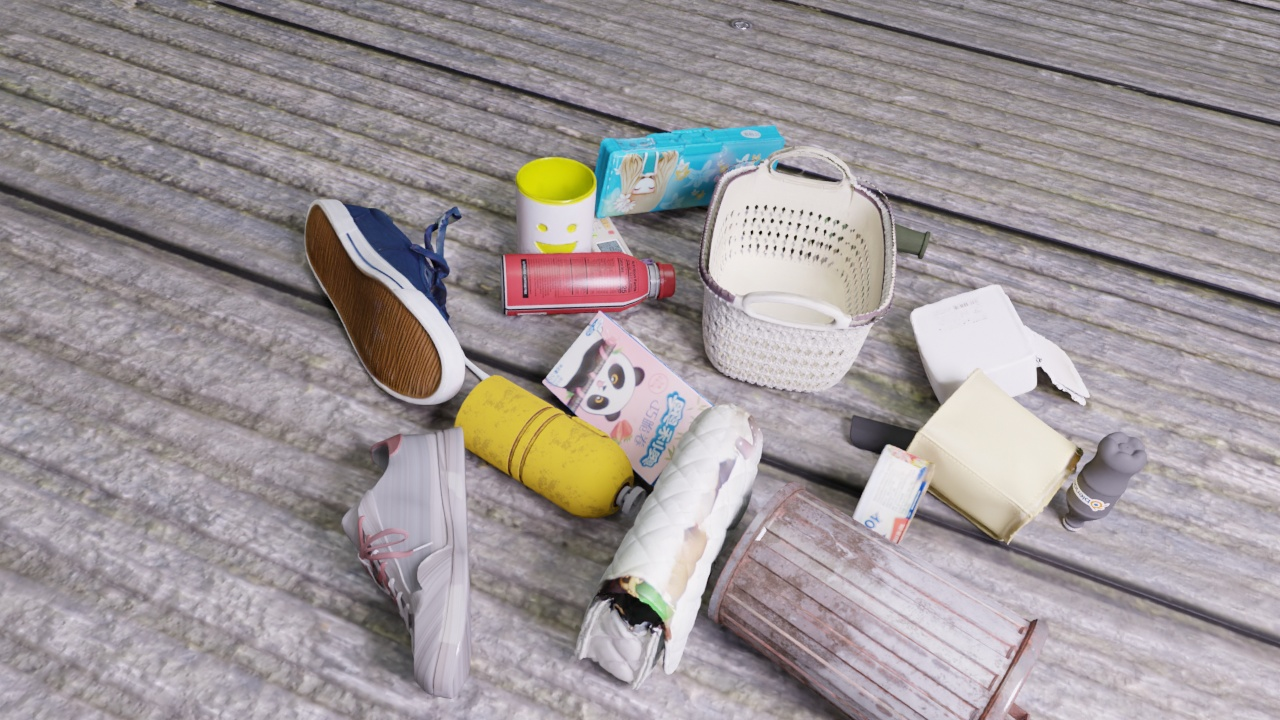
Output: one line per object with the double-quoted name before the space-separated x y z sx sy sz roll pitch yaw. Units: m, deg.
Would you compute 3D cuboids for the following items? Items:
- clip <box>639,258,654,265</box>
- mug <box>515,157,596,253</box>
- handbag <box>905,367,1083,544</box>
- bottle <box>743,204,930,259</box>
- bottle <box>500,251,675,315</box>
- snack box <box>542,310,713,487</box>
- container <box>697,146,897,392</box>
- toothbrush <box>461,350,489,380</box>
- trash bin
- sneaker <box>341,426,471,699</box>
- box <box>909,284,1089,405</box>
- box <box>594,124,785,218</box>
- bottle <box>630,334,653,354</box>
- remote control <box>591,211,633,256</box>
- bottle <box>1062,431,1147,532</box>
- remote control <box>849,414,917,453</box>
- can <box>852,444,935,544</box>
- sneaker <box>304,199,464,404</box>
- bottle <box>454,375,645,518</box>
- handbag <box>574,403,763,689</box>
"clip" -0.008 -0.098 0.987 0.051 0.033 0.013 -20 50 -25
"mug" -0.090 -0.148 0.968 0.082 0.106 0.082 3 45 -3
"handbag" 0.304 0.082 0.790 0.119 0.081 0.111 39 62 21
"bottle" 0.221 -0.157 1.040 0.207 0.072 0.071 17 45 10
"bottle" -0.053 -0.079 0.935 0.176 0.062 0.062 -2 45 -9
"snack box" -0.009 0.034 0.815 0.154 0.033 0.088 40 93 30
"container" 0.147 -0.087 0.910 0.185 0.143 0.250 12 45 3
"toothbrush" -0.125 0.032 0.847 0.187 0.017 0.012 37 83 27
"trash bin" 0.169 0.191 0.642 0.211 0.131 0.130 31 49 24
"sneaker" -0.172 0.142 0.676 0.089 0.099 0.235 -2 38 -11
"box" 0.361 -0.010 0.899 0.189 0.101 0.111 -3 47 -2
"box" 0.054 -0.218 1.052 0.226 0.094 0.039 -11 50 -25
"bottle" -0.005 0.005 0.871 0.041 0.041 0.116 -24 52 -28
"remote control" -0.046 -0.142 1.032 0.038 0.018 0.125 -13 49 -19
"bottle" 0.382 0.106 0.765 0.036 0.110 0.036 3 45 -4
"remote control" 0.265 0.081 0.844 0.147 0.015 0.033 15 45 8
"can" 0.205 0.115 0.753 0.043 0.086 0.086 25 47 17
"sneaker" -0.218 -0.068 0.891 0.127 0.121 0.294 -4 38 -39
"bottle" -0.070 0.078 0.767 0.164 0.071 0.070 28 48 20
"handbag" 0.027 0.137 0.676 0.072 0.139 0.194 26 48 8
